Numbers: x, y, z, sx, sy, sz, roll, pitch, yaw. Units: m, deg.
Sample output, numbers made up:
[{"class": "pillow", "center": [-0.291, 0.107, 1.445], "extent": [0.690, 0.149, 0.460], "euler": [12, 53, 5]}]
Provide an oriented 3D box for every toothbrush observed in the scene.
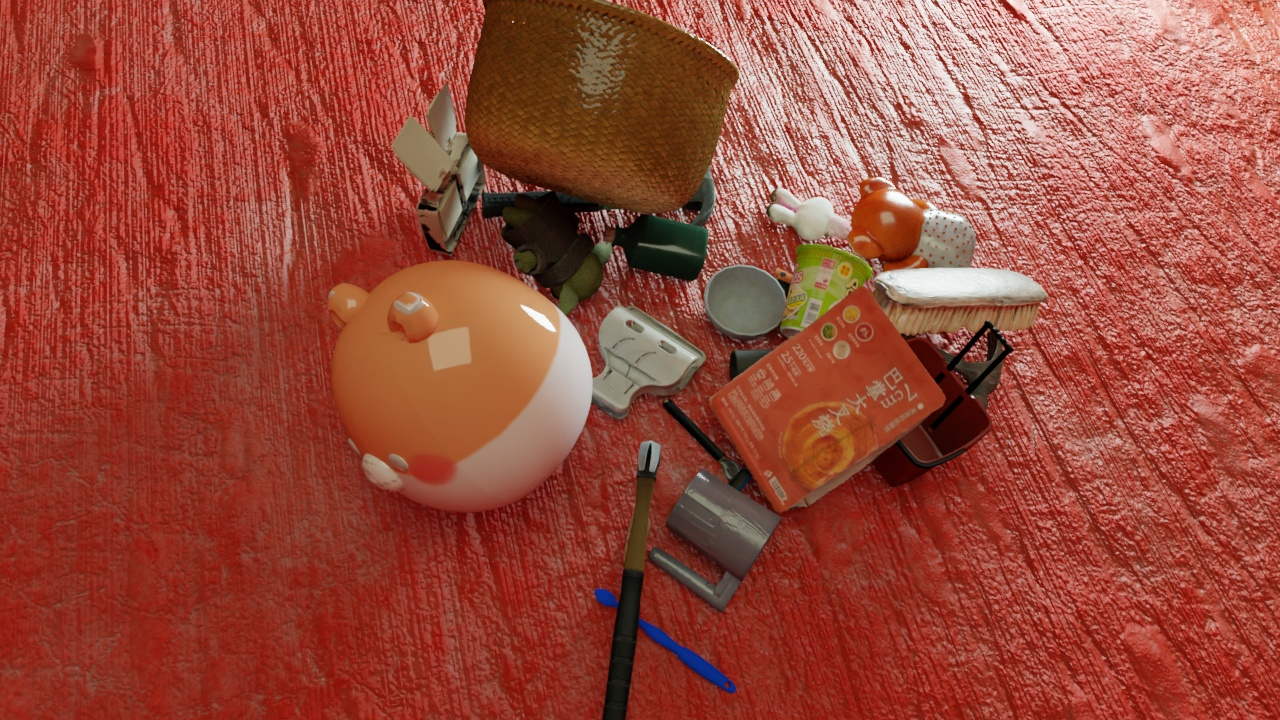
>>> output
[{"class": "toothbrush", "center": [0.025, 0.301, 0.988], "extent": [0.182, 0.018, 0.016], "euler": [33, 64, 10]}]

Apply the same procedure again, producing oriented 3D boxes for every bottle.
[{"class": "bottle", "center": [0.205, 0.007, 1.143], "extent": [0.184, 0.045, 0.045], "euler": [-2, 62, -6]}, {"class": "bottle", "center": [0.017, -0.151, 1.193], "extent": [0.131, 0.061, 0.061], "euler": [12, 63, -8]}]

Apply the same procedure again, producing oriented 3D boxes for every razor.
[{"class": "razor", "center": [0.078, 0.098, 1.098], "extent": [0.144, 0.022, 0.043], "euler": [47, 107, 23]}]

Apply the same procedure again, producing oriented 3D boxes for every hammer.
[{"class": "hammer", "center": [0.317, -0.050, 1.191], "extent": [0.314, 0.035, 0.137], "euler": [27, 63, 10]}, {"class": "hammer", "center": [-0.010, 0.245, 0.947], "extent": [0.025, 0.118, 0.332], "euler": [7, 74, 2]}, {"class": "hammer", "center": [-0.055, -0.217, 1.251], "extent": [0.318, 0.032, 0.130], "euler": [-3, 63, -6]}]

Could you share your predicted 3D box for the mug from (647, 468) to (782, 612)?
[{"class": "mug", "center": [0.081, 0.198, 1.018], "extent": [0.104, 0.084, 0.124], "euler": [33, 91, 13]}]

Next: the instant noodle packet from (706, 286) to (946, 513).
[{"class": "instant noodle packet", "center": [0.207, 0.043, 1.026], "extent": [0.083, 0.221, 0.164], "euler": [5, 48, -52]}]

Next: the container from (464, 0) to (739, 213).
[{"class": "container", "center": [-0.061, -0.298, 1.099], "extent": [0.307, 0.307, 0.196], "euler": [17, 93, 4]}]

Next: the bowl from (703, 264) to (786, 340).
[{"class": "bowl", "center": [0.132, -0.068, 1.181], "extent": [0.106, 0.039, 0.106], "euler": [2, 62, -4]}]

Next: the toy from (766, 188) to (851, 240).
[{"class": "toy", "center": [0.231, -0.196, 1.261], "extent": [0.123, 0.038, 0.079], "euler": [23, 50, 8]}]

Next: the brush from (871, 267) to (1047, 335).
[{"class": "brush", "center": [0.394, -0.075, 1.140], "extent": [0.270, 0.057, 0.083], "euler": [-4, 37, -28]}]

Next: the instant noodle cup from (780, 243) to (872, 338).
[{"class": "instant noodle cup", "center": [0.222, -0.076, 1.136], "extent": [0.099, 0.099, 0.108], "euler": [21, 82, 6]}]

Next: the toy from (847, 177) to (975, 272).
[{"class": "toy", "center": [0.358, -0.164, 1.231], "extent": [0.172, 0.093, 0.163], "euler": [22, 64, -8]}]

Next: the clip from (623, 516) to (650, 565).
[{"class": "clip", "center": [-0.004, 0.199, 1.024], "extent": [0.024, 0.041, 0.060], "euler": [13, 56, 4]}]

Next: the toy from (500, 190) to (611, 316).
[{"class": "toy", "center": [-0.109, -0.140, 1.151], "extent": [0.153, 0.078, 0.178], "euler": [52, 39, -20]}]

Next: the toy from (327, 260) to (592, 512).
[{"class": "toy", "center": [-0.196, 0.023, 0.964], "extent": [0.263, 0.281, 0.265], "euler": [10, 59, 43]}]

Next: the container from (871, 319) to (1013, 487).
[{"class": "container", "center": [0.321, 0.046, 1.044], "extent": [0.127, 0.201, 0.148], "euler": [-25, 67, -18]}]

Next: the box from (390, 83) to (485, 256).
[{"class": "box", "center": [-0.251, -0.242, 1.160], "extent": [0.050, 0.184, 0.143], "euler": [12, 57, 9]}]

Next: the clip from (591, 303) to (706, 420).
[{"class": "clip", "center": [-0.004, -0.002, 1.113], "extent": [0.126, 0.096, 0.151], "euler": [33, 54, 15]}]
